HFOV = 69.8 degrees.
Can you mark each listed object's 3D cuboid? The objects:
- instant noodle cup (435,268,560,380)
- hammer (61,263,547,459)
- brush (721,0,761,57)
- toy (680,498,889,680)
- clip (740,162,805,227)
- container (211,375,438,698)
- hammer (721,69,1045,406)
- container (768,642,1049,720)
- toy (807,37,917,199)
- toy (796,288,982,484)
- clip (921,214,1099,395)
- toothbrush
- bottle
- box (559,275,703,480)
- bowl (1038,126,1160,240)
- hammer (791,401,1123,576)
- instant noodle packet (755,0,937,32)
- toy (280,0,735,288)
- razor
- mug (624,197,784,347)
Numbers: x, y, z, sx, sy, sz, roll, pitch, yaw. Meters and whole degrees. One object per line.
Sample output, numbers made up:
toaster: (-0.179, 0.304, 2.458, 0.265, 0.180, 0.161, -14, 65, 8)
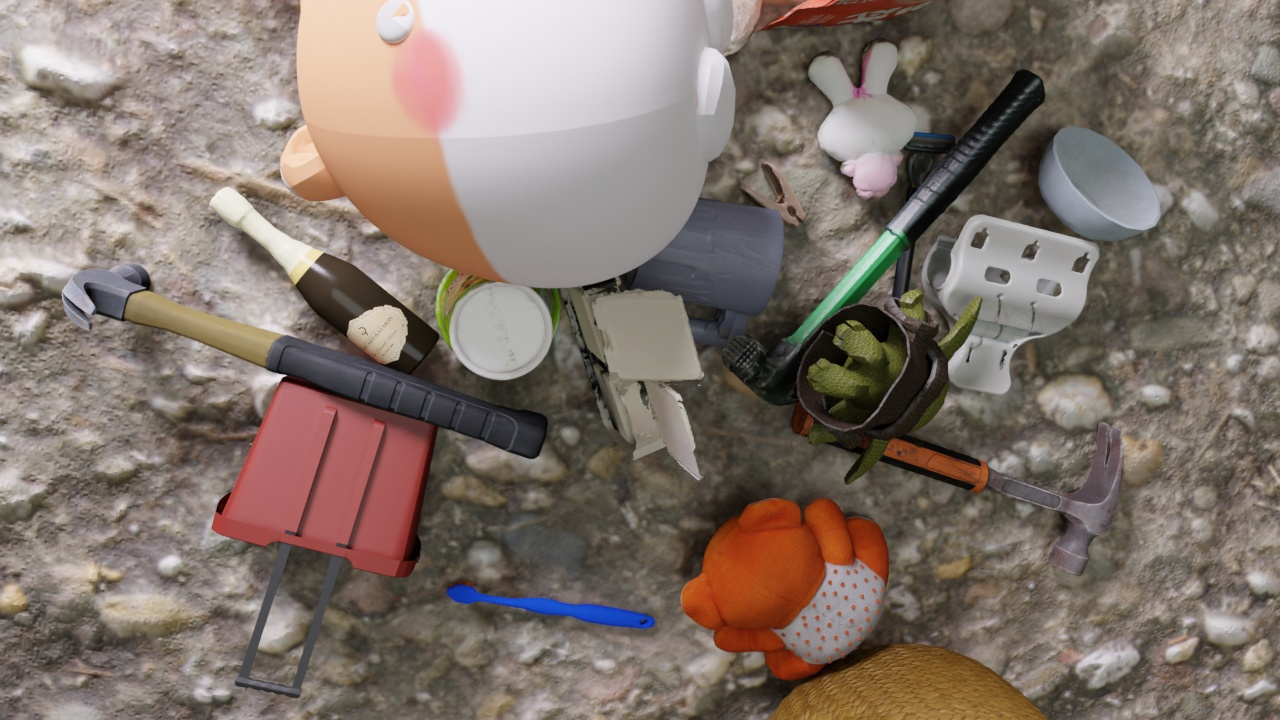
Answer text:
instant noodle cup: (-0.103, -0.031, 0.674, 0.099, 0.108, 0.099, -2, 101, -9)
hammer: (-0.225, 0.003, 0.634, 0.333, 0.118, 0.025, 19, 100, -6)
brush: (0.052, -0.353, 0.658, 0.083, 0.056, 0.271, 0, 101, -6)
toy: (0.121, 0.186, 0.774, 0.172, 0.093, 0.164, 31, 98, -27)
clip: (0.104, -0.125, 0.733, 0.041, 0.024, 0.061, -37, 109, -1)
container: (-0.233, 0.123, 0.674, 0.148, 0.127, 0.201, 17, 88, -13)
hammer: (0.197, -0.092, 0.712, 0.319, 0.032, 0.130, -49, 144, 4)
container: (0.244, 0.405, 0.783, 0.307, 0.196, 0.307, -2, 101, -8)
toy: (0.176, -0.189, 0.724, 0.079, 0.038, 0.122, -11, 94, -3)
toy: (0.181, 0.012, 0.700, 0.152, 0.078, 0.179, 17, 110, -52)
clip: (0.296, -0.048, 0.776, 0.126, 0.095, 0.152, 12, 120, -11)
toothbrush: (-0.074, 0.209, 0.779, 0.182, 0.018, 0.016, 13, 99, -15)
bottle: (-0.234, -0.060, 0.676, 0.184, 0.045, 0.045, 41, 92, -15)
box: (-0.004, 0.004, 0.661, 0.050, 0.184, 0.143, -21, 109, -12)
bowl: (0.367, -0.138, 0.750, 0.106, 0.039, 0.106, 12, 56, -18)
hammer: (0.282, 0.083, 0.804, 0.314, 0.035, 0.138, 19, 98, -13)
instant noodle packet: (0.200, -0.285, 0.644, 0.221, 0.164, 0.084, -23, 106, -5)
toy: (-0.083, -0.178, 0.568, 0.281, 0.266, 0.262, -2, 74, 8)
razor: (0.224, -0.115, 0.759, 0.043, 0.022, 0.144, 6, 106, -2)
mug: (0.042, -0.068, 0.713, 0.104, 0.083, 0.124, 9, 127, -11)
